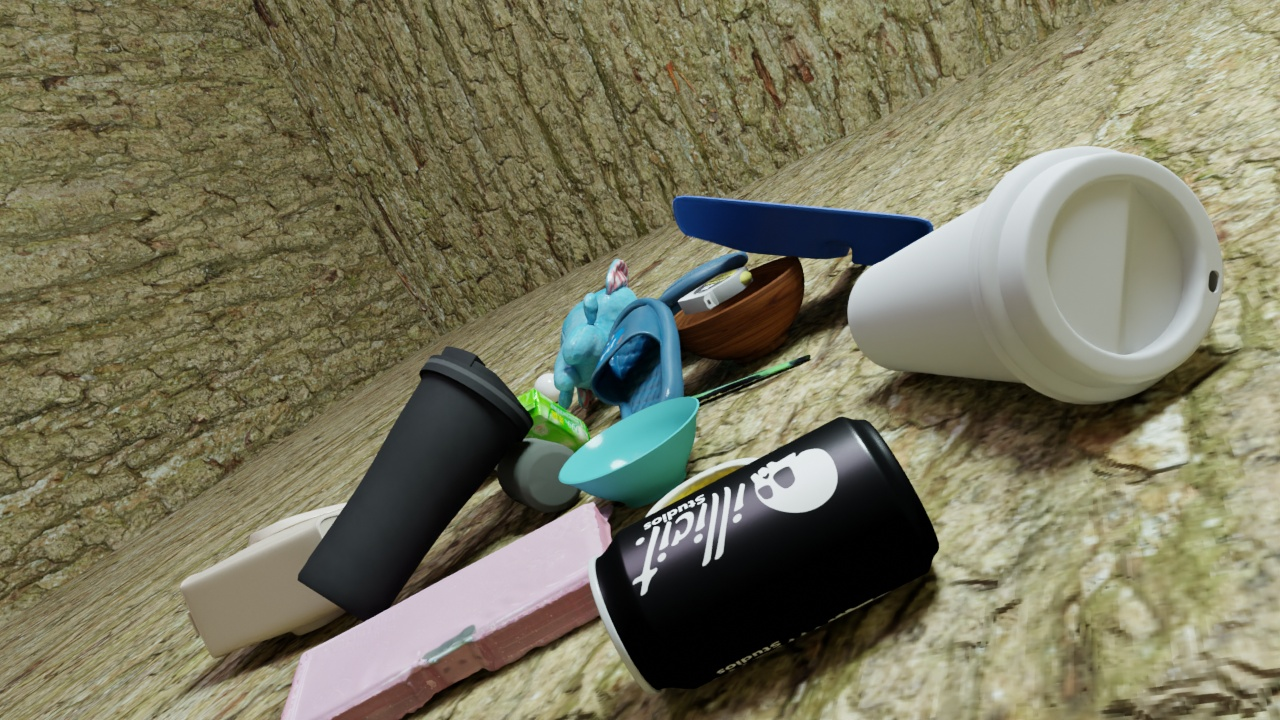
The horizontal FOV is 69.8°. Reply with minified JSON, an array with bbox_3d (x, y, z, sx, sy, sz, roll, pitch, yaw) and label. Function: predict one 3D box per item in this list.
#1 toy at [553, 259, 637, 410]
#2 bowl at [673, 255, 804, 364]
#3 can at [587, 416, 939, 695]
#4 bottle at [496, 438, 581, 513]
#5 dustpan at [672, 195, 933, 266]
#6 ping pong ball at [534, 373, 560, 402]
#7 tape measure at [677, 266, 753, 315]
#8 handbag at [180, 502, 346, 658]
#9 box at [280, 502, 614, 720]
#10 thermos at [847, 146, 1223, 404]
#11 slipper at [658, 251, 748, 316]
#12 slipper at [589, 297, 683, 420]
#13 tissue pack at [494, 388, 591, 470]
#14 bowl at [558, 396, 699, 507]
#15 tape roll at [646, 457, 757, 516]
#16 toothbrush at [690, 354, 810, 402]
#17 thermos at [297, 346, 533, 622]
[{"bbox_3d":[-0.042,-0.014,1.015,0.180,0.115,0.184,-60,-12,-70],"label":"toy"},{"bbox_3d":[0.106,-0.039,0.914,0.147,0.069,0.147,-29,10,6],"label":"bowl"},{"bbox_3d":[0.056,0.091,0.427,0.146,0.080,0.080,-28,11,4],"label":"can"},{"bbox_3d":[-0.093,0.100,0.813,0.060,0.060,0.109,-33,12,-20],"label":"bottle"},{"bbox_3d":[0.196,-0.129,0.943,0.246,0.059,0.257,10,13,27],"label":"dustpan"},{"bbox_3d":[-0.120,0.037,1.213,0.040,0.040,0.040,-28,11,6],"label":"ping pong ball"},{"bbox_3d":[0.074,-0.068,0.891,0.064,0.017,0.064,-34,11,-23],"label":"tape measure"},{"bbox_3d":[-0.295,0.187,0.881,0.195,0.101,0.197,-25,0,21],"label":"handbag"},{"bbox_3d":[-0.124,0.166,0.630,0.233,0.051,0.180,-29,10,1],"label":"box"},{"bbox_3d":[0.210,-0.039,0.549,0.131,0.131,0.222,-31,4,-12],"label":"thermos"},{"bbox_3d":[0.056,-0.052,1.054,0.103,0.059,0.214,-22,-17,-33],"label":"slipper"},{"bbox_3d":[-0.005,0.005,0.858,0.104,0.059,0.213,-56,23,21],"label":"slipper"},{"bbox_3d":[-0.114,0.075,0.893,0.100,0.034,0.114,-26,-31,16],"label":"tissue pack"},{"bbox_3d":[0.001,0.079,0.705,0.121,0.046,0.121,-28,11,6],"label":"bowl"},{"bbox_3d":[0.045,0.096,0.592,0.094,0.019,0.094,-28,11,6],"label":"tape roll"},{"bbox_3d":[0.072,0.030,0.853,0.188,0.017,0.014,-21,17,23],"label":"toothbrush"},{"bbox_3d":[-0.184,0.103,0.755,0.106,0.106,0.218,-9,45,60],"label":"thermos"}]
